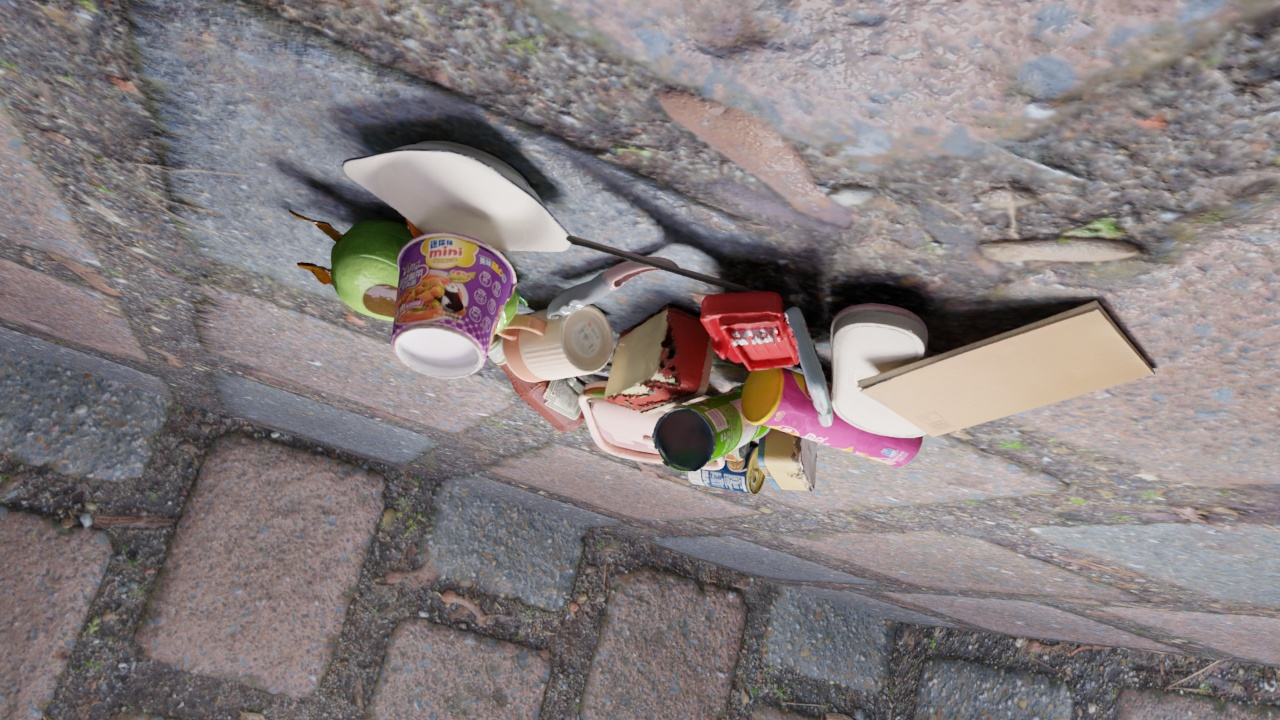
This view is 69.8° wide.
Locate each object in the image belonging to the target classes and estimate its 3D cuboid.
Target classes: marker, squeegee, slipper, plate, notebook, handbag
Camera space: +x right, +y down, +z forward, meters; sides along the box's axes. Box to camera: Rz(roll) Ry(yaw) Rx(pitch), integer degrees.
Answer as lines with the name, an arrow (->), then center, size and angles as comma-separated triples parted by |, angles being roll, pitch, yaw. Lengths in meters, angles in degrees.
marker -> -0.072, 0.009, 1.229 | 0.145, 0.017, 0.017 | 9, 162, 17
squeegee -> -0.023, -0.073, 0.884 | 0.247, 0.040, 0.250 | 12, 167, -35
slipper -> 0.239, 0.008, 0.896 | 0.114, 0.054, 0.274 | 6, 156, 22
plate -> -0.151, -0.143, 0.782 | 0.164, 0.034, 0.164 | 4, 160, 31
notebook -> 0.326, 0.017, 0.823 | 0.212, 0.012, 0.149 | -23, 144, 36
handbag -> 0.009, 0.068, 1.209 | 0.193, 0.093, 0.234 | 6, 163, 23

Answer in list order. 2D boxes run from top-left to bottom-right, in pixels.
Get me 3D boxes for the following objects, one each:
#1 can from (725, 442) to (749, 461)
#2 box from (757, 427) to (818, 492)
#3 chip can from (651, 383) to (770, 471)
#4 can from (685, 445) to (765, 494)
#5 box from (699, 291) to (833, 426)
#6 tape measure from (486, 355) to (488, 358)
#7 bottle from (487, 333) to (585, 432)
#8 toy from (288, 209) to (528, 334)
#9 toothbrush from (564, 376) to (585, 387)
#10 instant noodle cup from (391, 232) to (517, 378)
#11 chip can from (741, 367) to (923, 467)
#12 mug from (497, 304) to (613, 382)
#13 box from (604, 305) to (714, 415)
can -> 0.084, 0.111, 1.348 | 0.147, 0.057, 0.058 | 6, 161, 26
box -> 0.201, 0.121, 1.231 | 0.061, 0.089, 0.184 | 3, 159, 16
chip can -> 0.090, 0.073, 1.045 | 0.072, 0.072, 0.235 | 8, -173, 22
can -> 0.135, 0.167, 1.455 | 0.111, 0.075, 0.075 | 6, 161, 29
box -> 0.128, 0.006, 0.868 | 0.119, 0.098, 0.201 | -2, 167, 14
tape measure -> -0.235, -0.025, 1.228 | 0.065, 0.033, 0.066 | 25, 158, -26
bottle -> -0.150, 0.019, 1.215 | 0.060, 0.059, 0.206 | -2, 142, 44
toy -> -0.237, -0.084, 0.940 | 0.246, 0.089, 0.228 | 14, 148, -7
toothbrush -> -0.063, 0.054, 1.366 | 0.016, 0.018, 0.181 | 0, 159, 33
instant noodle cup -> -0.175, -0.045, 0.837 | 0.111, 0.099, 0.112 | 3, 144, 2
chip can -> 0.220, 0.063, 1.039 | 0.210, 0.071, 0.072 | 18, 163, -25
mug -> -0.104, -0.025, 1.035 | 0.114, 0.081, 0.106 | 26, 158, -38
box -> 0.011, 0.003, 1.013 | 0.076, 0.091, 0.169 | 17, 163, -18
